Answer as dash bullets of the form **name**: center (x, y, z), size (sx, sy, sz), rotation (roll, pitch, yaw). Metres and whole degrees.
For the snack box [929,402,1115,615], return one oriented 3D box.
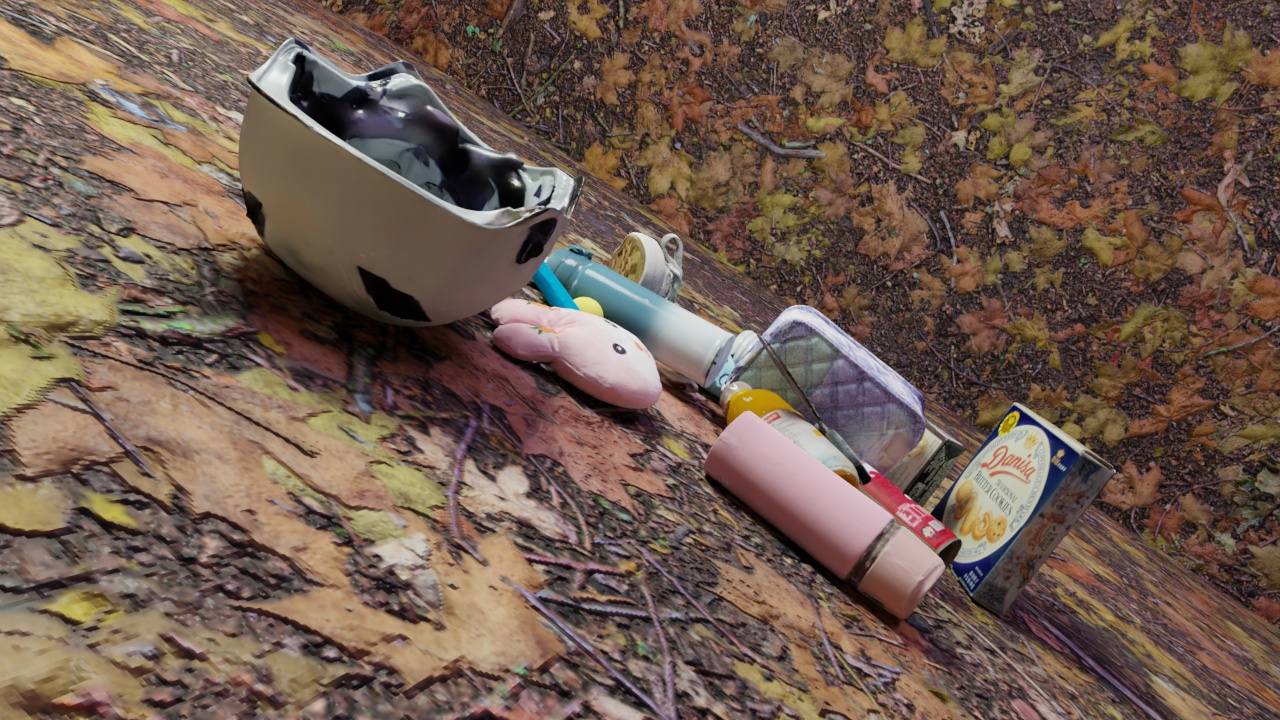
- **snack box**: center (0.389, 0.148, 0.967), size (0.046, 0.183, 0.177), rotation (31, 12, -5)

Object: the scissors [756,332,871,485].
- **scissors**: center (0.164, 0.049, 0.855), size (0.150, 0.014, 0.171), rotation (51, -5, 36)

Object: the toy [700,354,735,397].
- **toy**: center (0.081, 0.001, 1.091), size (0.156, 0.050, 0.161), rotation (32, 14, -45)

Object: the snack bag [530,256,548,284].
- **snack bag**: center (-0.117, -0.106, 1.076), size (0.048, 0.026, 0.104), rotation (16, 16, -14)

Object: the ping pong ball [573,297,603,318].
- **ping pong ball**: center (-0.058, -0.045, 0.946), size (0.040, 0.040, 0.040), rotation (31, 12, -8)

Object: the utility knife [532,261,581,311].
- **utility knife**: center (-0.090, -0.076, 0.869), size (0.204, 0.018, 0.034), rotation (55, 20, -6)

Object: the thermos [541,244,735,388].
- **thermos**: center (-0.007, -0.051, 0.982), size (0.220, 0.070, 0.070), rotation (30, 11, 14)

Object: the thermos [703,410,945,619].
- **thermos**: center (0.148, 0.127, 0.748), size (0.198, 0.067, 0.087), rotation (36, -13, 19)

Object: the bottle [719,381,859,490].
- **bottle**: center (0.133, 0.079, 0.874), size (0.068, 0.068, 0.189), rotation (25, 14, -33)

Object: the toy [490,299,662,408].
- **toy**: center (-0.054, -0.009, 0.798), size (0.159, 0.054, 0.121), rotation (20, 22, -22)

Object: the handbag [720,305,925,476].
- **handbag**: center (0.197, 0.042, 0.973), size (0.194, 0.134, 0.075), rotation (40, 27, 1)

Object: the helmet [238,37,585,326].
- **helmet**: center (-0.176, -0.108, 0.653), size (0.229, 0.146, 0.258), rotation (32, 22, 2)

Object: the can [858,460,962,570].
- **can**: center (0.243, 0.152, 0.896), size (0.053, 0.053, 0.133), rotation (17, 19, -50)

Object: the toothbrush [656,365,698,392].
- **toothbrush**: center (-0.006, 0.005, 0.941), size (0.187, 0.016, 0.017), rotation (23, 24, -38)

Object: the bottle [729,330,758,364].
- **bottle**: center (0.201, 0.037, 1.191), size (0.197, 0.068, 0.068), rotation (34, 12, 19)

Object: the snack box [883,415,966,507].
- **snack box**: center (0.278, 0.104, 1.029), size (0.053, 0.113, 0.125), rotation (25, 15, -34)

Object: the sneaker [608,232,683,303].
- **sneaker**: center (0.012, -0.105, 1.166), size (0.088, 0.118, 0.241), rotation (14, 0, -10)
